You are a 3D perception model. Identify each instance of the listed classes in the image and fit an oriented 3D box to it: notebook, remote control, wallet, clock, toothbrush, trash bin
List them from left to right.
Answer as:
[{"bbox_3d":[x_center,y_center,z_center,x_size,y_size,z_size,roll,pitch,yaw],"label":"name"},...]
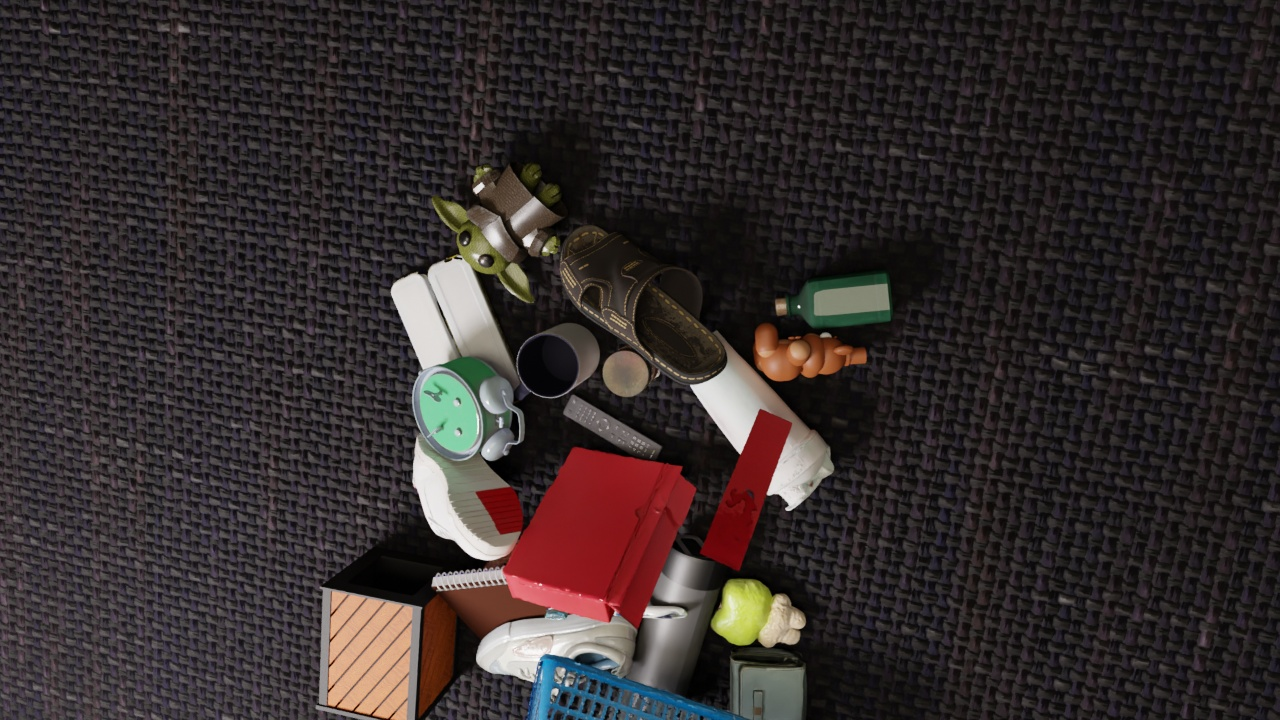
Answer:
[{"bbox_3d":[-0.332,0.368,1.230,0.140,0.139,0.172,8,101,11],"label":"trash bin"},{"bbox_3d":[-0.210,0.065,1.141,0.162,0.075,0.122,15,114,32],"label":"clock"},{"bbox_3d":[-0.142,0.313,1.189,0.209,0.022,0.172,-9,137,14],"label":"notebook"},{"bbox_3d":[-0.035,0.088,1.180,0.136,0.015,0.032,30,105,9],"label":"remote control"},{"bbox_3d":[-0.032,0.315,1.139,0.189,0.017,0.016,-5,110,19],"label":"toothbrush"},{"bbox_3d":[0.163,0.439,1.183,0.100,0.054,0.132,0,105,13],"label":"wallet"}]

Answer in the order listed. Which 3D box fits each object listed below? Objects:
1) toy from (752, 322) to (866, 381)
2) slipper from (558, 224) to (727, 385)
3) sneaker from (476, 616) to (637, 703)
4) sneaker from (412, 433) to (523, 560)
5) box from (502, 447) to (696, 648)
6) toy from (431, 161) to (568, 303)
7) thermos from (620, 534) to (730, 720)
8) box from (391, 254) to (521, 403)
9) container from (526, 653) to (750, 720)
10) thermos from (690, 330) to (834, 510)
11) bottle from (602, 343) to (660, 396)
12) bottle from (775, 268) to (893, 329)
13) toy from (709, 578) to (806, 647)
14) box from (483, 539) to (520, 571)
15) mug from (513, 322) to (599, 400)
[{"bbox_3d":[0.199,-0.011,1.079,0.128,0.095,0.065,-4,75,1],"label":"toy"},{"bbox_3d":[0.000,-0.077,1.064,0.268,0.112,0.076,46,149,26],"label":"slipper"},{"bbox_3d":[-0.115,0.389,1.191,0.243,0.090,0.089,-18,136,23],"label":"sneaker"},{"bbox_3d":[-0.226,0.191,1.157,0.236,0.090,0.104,41,124,44],"label":"sneaker"},{"bbox_3d":[-0.054,0.206,1.101,0.153,0.213,0.165,40,138,-12],"label":"box"},{"bbox_3d":[-0.162,-0.172,1.127,0.153,0.078,0.179,-43,92,19],"label":"toy"},{"bbox_3d":[0.042,0.343,1.173,0.082,0.082,0.241,17,103,9],"label":"thermos"},{"bbox_3d":[-0.240,-0.025,1.202,0.130,0.036,0.209,-21,96,18],"label":"box"},{"bbox_3d":[0.020,0.519,1.140,0.362,0.089,0.258,17,131,5],"label":"container"},{"bbox_3d":[0.138,0.067,1.101,0.099,0.099,0.220,-40,86,16],"label":"thermos"},{"bbox_3d":[-0.007,0.006,1.112,0.056,0.105,0.056,2,100,12],"label":"bottle"},{"bbox_3d":[0.224,-0.069,1.070,0.131,0.061,0.061,-6,96,13],"label":"bottle"},{"bbox_3d":[0.151,0.325,1.166,0.115,0.046,0.092,17,104,2],"label":"toy"},{"bbox_3d":[-0.111,0.257,1.197,0.187,0.082,0.042,-8,102,12],"label":"box"},{"bbox_3d":[-0.112,0.009,1.140,0.112,0.096,0.078,-42,89,16],"label":"mug"}]
